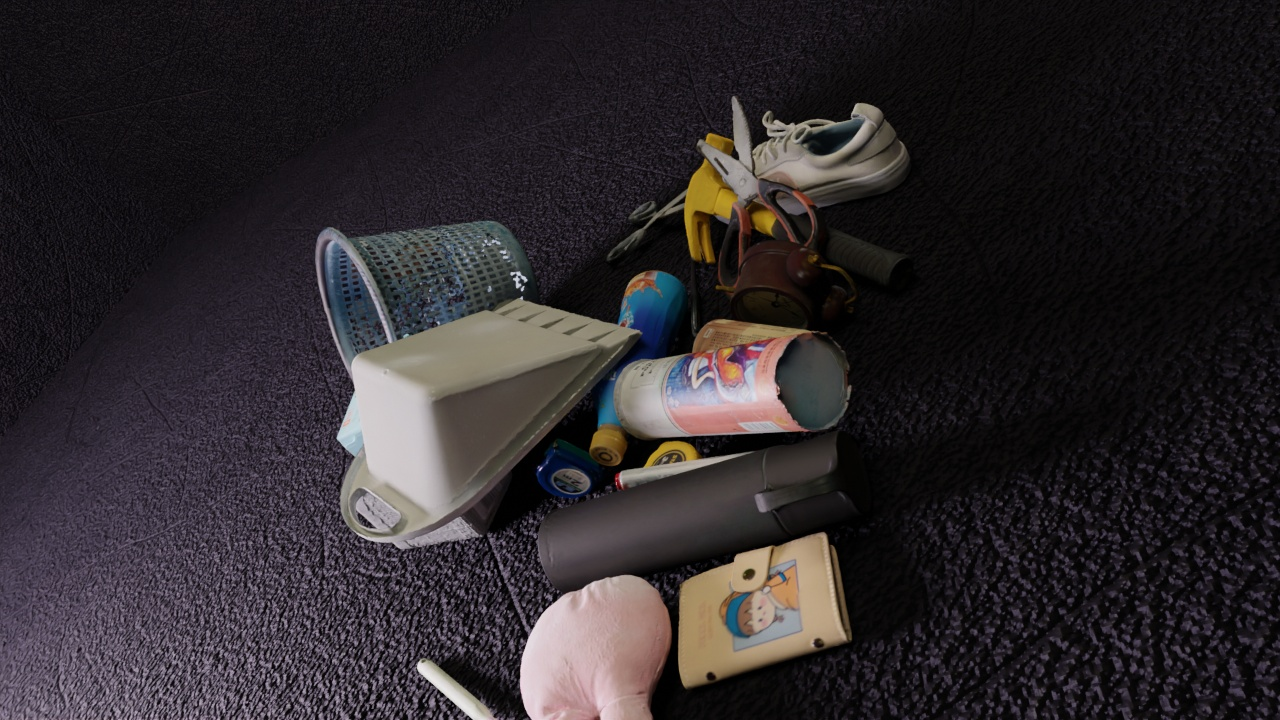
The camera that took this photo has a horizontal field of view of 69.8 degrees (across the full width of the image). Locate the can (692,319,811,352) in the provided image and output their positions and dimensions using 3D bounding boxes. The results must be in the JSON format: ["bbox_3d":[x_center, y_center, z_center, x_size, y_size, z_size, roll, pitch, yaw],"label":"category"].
[{"bbox_3d":[0.099,-0.001,0.761,0.058,0.058,0.116,-51,32,-20],"label":"can"}]

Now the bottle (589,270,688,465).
[{"bbox_3d":[-0.005,0.005,0.856,0.065,0.065,0.218,-17,36,31],"label":"bottle"}]

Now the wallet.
[{"bbox_3d":[0.078,0.162,0.605,0.115,0.024,0.087,-26,38,22],"label":"wallet"}]

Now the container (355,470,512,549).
[{"bbox_3d":[-0.197,0.121,0.885,0.114,0.090,0.090,-12,40,33],"label":"container"}]

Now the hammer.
[{"bbox_3d":[0.136,-0.126,0.872,0.301,0.032,0.129,35,114,50],"label":"hammer"}]

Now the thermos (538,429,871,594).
[{"bbox_3d":[0.035,0.110,0.655,0.243,0.089,0.068,-22,77,27],"label":"thermos"}]

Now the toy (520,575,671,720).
[{"bbox_3d":[-0.033,0.215,0.617,0.121,0.054,0.159,-30,28,17],"label":"toy"}]

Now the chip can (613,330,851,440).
[{"bbox_3d":[0.063,0.024,0.706,0.071,0.071,0.215,-54,22,-24],"label":"chip can"}]

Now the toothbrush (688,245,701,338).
[{"bbox_3d":[0.059,-0.077,0.948,0.018,0.016,0.180,-17,35,16],"label":"toothbrush"}]

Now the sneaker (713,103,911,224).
[{"bbox_3d":[0.151,-0.204,0.946,0.243,0.091,0.089,-5,43,44],"label":"sneaker"}]

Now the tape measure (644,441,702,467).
[{"bbox_3d":[0.027,0.095,0.740,0.057,0.029,0.059,1,49,48],"label":"tape measure"}]

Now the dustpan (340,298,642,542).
[{"bbox_3d":[-0.159,0.053,0.854,0.257,0.143,0.223,-19,23,-35],"label":"dustpan"}]

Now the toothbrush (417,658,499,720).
[{"bbox_3d":[-0.126,0.263,0.690,0.029,0.020,0.190,-20,18,-33],"label":"toothbrush"}]

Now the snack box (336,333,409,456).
[{"bbox_3d":[-0.316,0.044,1.147,0.074,0.051,0.174,-27,32,17],"label":"snack box"}]

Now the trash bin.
[{"bbox_3d":[-0.229,-0.063,1.037,0.194,0.227,0.227,-22,21,-29],"label":"trash bin"}]

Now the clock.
[{"bbox_3d":[0.130,-0.060,0.785,0.122,0.082,0.055,-8,46,42],"label":"clock"}]

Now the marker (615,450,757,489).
[{"bbox_3d":[0.052,0.082,0.700,0.145,0.017,0.017,-10,37,11],"label":"marker"}]

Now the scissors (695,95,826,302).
[{"bbox_3d":[0.107,-0.151,0.874,0.189,0.015,0.227,7,91,54],"label":"scissors"}]

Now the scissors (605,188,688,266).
[{"bbox_3d":[0.020,-0.170,1.081,0.159,0.014,0.180,-50,20,-1],"label":"scissors"}]

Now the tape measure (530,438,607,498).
[{"bbox_3d":[-0.064,0.096,0.808,0.055,0.058,0.025,-44,25,38],"label":"tape measure"}]
